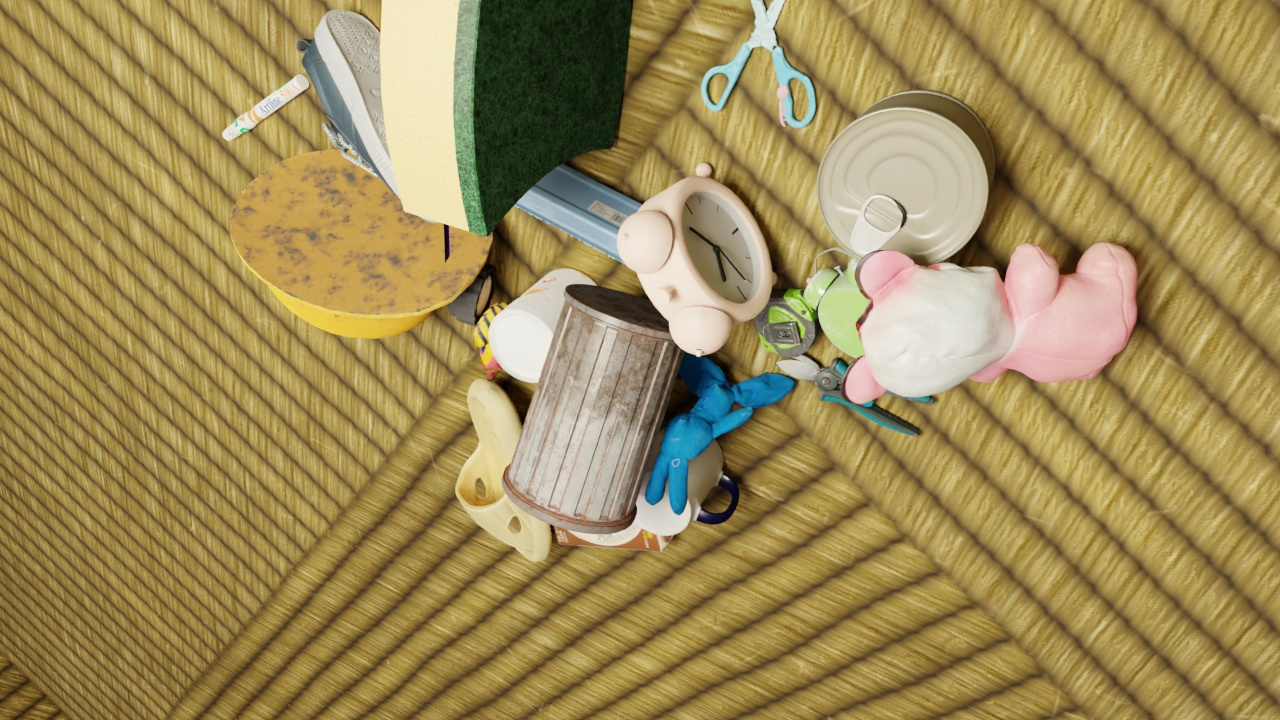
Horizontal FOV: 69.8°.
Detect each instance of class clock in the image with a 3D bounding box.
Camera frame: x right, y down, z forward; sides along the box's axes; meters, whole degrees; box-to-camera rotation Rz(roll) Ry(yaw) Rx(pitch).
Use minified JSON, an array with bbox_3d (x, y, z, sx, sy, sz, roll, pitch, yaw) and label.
[{"bbox_3d":[0.046,-0.084,0.790,0.086,0.160,0.131,-26,103,34],"label":"clock"},{"bbox_3d":[0.194,-0.048,0.794,0.119,0.042,0.095,51,146,-9],"label":"clock"}]

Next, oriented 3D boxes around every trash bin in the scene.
[{"bbox_3d":[-0.041,0.050,0.841,0.131,0.130,0.211,23,106,15],"label":"trash bin"}]

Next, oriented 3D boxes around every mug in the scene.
[{"bbox_3d":[-0.092,-0.037,0.925,0.082,0.105,0.082,12,122,21],"label":"mug"},{"bbox_3d":[0.048,0.129,0.951,0.112,0.096,0.079,25,126,13],"label":"mug"}]

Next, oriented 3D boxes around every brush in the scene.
[{"bbox_3d":[-0.095,-0.234,0.722,0.075,0.249,0.195,19,127,17],"label":"brush"}]

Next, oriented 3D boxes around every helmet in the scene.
[{"bbox_3d":[-0.281,-0.098,0.953,0.255,0.204,0.132,16,146,3],"label":"helmet"}]

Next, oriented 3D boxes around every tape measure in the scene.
[{"bbox_3d":[0.135,-0.034,0.851,0.059,0.035,0.066,-9,112,30],"label":"tape measure"}]

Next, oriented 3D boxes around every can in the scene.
[{"bbox_3d":[0.211,-0.144,0.726,0.128,0.073,0.128,13,122,21],"label":"can"}]

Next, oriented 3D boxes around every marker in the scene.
[{"bbox_3d":[-0.416,-0.277,1.012,0.146,0.017,0.017,-18,108,34],"label":"marker"}]

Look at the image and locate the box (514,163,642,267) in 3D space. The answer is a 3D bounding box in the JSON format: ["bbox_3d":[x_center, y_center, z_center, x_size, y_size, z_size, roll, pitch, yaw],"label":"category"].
[{"bbox_3d":[-0.082,-0.146,0.888,0.210,0.072,0.079,29,140,9],"label":"box"}]

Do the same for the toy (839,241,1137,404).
[{"bbox_3d":[0.265,-0.026,0.711,0.213,0.084,0.142,0,134,-2],"label":"toy"}]

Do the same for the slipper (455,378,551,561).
[{"bbox_3d":[-0.167,0.143,1.055,0.111,0.079,0.262,29,137,43],"label":"slipper"}]

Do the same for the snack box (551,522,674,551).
[{"bbox_3d":[-0.046,0.144,1.044,0.147,0.041,0.143,-3,114,30],"label":"snack box"}]

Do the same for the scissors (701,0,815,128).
[{"bbox_3d":[0.092,-0.256,0.766,0.120,0.015,0.138,-9,106,30],"label":"scissors"}]

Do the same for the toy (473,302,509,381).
[{"bbox_3d":[-0.147,-0.025,0.971,0.046,0.084,0.103,36,164,12],"label":"toy"}]

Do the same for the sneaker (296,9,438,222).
[{"bbox_3d":[-0.264,-0.230,0.909,0.088,0.089,0.235,-30,88,39],"label":"sneaker"}]

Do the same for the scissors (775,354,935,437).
[{"bbox_3d":[0.203,0.031,0.865,0.131,0.019,0.149,-21,107,34],"label":"scissors"}]

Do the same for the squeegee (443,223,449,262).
[{"bbox_3d":[-0.159,-0.242,0.807,0.055,0.184,0.250,-1,131,-11],"label":"squeegee"}]

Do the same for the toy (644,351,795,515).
[{"bbox_3d":[0.056,0.060,0.876,0.113,0.176,0.071,24,158,34],"label":"toy"}]

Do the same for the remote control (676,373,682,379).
[{"bbox_3d":[-0.006,0.006,0.960,0.147,0.015,0.033,-1,116,28],"label":"remote control"}]
